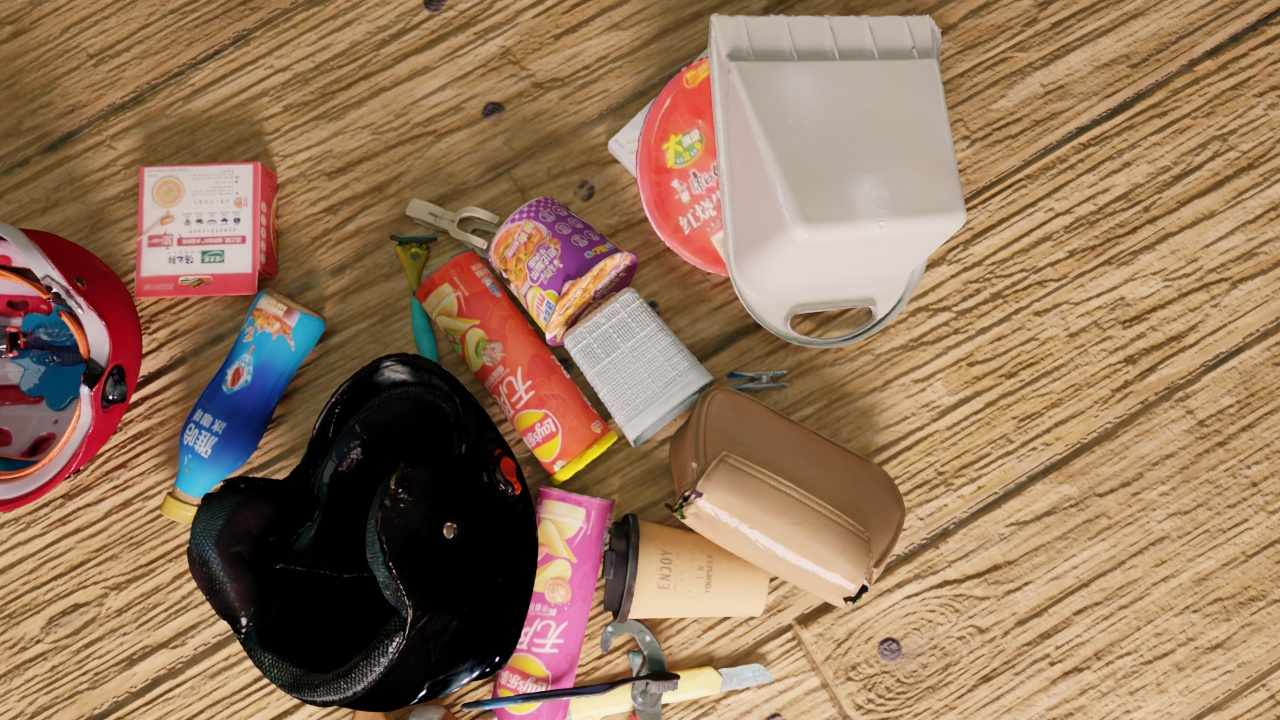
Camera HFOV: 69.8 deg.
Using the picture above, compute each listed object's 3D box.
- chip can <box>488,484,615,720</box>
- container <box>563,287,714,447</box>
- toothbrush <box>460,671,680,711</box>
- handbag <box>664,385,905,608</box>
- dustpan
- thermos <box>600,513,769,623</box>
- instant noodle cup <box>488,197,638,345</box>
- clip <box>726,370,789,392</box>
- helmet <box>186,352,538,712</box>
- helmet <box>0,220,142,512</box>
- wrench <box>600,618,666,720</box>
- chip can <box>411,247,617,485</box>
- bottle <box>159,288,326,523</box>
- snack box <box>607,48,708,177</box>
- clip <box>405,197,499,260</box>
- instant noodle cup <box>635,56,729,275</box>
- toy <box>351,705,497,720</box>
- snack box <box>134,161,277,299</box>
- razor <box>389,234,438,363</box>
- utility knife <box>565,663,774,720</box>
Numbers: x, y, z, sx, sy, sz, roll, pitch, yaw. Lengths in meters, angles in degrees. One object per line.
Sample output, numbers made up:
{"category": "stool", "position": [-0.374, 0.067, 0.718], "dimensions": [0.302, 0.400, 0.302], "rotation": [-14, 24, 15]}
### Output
{"category": "chip can", "position": [-0.077, 0.217, 0.796], "dimensions": [0.071, 0.071, 0.210], "rotation": [12, 83, 2]}
{"category": "container", "position": [-0.005, 0.005, 0.814], "dimensions": [0.090, 0.090, 0.111], "rotation": [-37, 82, -4]}
{"category": "toothbrush", "position": [-0.054, 0.276, 0.757], "dimensions": [0.189, 0.014, 0.016], "rotation": [0, 103, -21]}
{"category": "handbag", "position": [0.116, 0.118, 0.775], "dimensions": [0.204, 0.147, 0.100], "rotation": [29, 127, 1]}
{"category": "dustpan", "position": [0.166, -0.153, 0.815], "dimensions": [0.222, 0.143, 0.257], "rotation": [-6, 73, -17]}
{"category": "thermos", "position": [0.035, 0.184, 0.792], "dimensions": [0.143, 0.093, 0.093], "rotation": [8, 83, -7]}
{"category": "instant noodle cup", "position": [-0.074, -0.086, 0.820], "dimensions": [0.111, 0.111, 0.099], "rotation": [-43, 76, -4]}
{"category": "clip", "position": [0.108, 0.018, 0.842], "dimensions": [0.058, 0.026, 0.038], "rotation": [-3, 75, 0]}
{"category": "helmet", "position": [-0.194, 0.140, 0.733], "dimensions": [0.234, 0.230, 0.274], "rotation": [-10, 56, 29]}
{"category": "helmet", "position": [-0.529, -0.002, 0.796], "dimensions": [0.207, 0.143, 0.240], "rotation": [1, 98, 5]}
{"category": "wrench", "position": [0.002, 0.360, 0.797], "dimensions": [0.056, 0.016, 0.273], "rotation": [-5, 88, 4]}
{"category": "chip can", "position": [-0.111, 0.005, 0.817], "dimensions": [0.073, 0.073, 0.216], "rotation": [-37, 87, -4]}
{"category": "bottle", "position": [-0.362, 0.043, 0.823], "dimensions": [0.065, 0.065, 0.218], "rotation": [27, 84, 4]}
{"category": "snack box", "position": [0.053, -0.227, 0.871], "dimensions": [0.156, 0.027, 0.084], "rotation": [-44, 85, -4]}
{"category": "clip", "position": [-0.167, -0.127, 0.842], "dimensions": [0.103, 0.092, 0.035], "rotation": [26, 84, -8]}
{"category": "instant noodle cup", "position": [0.080, -0.173, 0.823], "dimensions": [0.193, 0.066, 0.194], "rotation": [-3, 100, -17]}
{"category": "toy", "position": [-0.181, 0.369, 0.760], "dimensions": [0.140, 0.130, 0.200], "rotation": [3, 104, -1]}
{"category": "snack box", "position": [-0.402, -0.117, 0.854], "dimensions": [0.113, 0.044, 0.127], "rotation": [-2, 82, 0]}
{"category": "razor", "position": [-0.204, -0.054, 0.852], "dimensions": [0.043, 0.028, 0.132], "rotation": [-5, 80, -38]}
{"category": "utility knife", "position": [0.020, 0.293, 0.812], "dimensions": [0.196, 0.020, 0.031], "rotation": [-11, 88, 6]}
